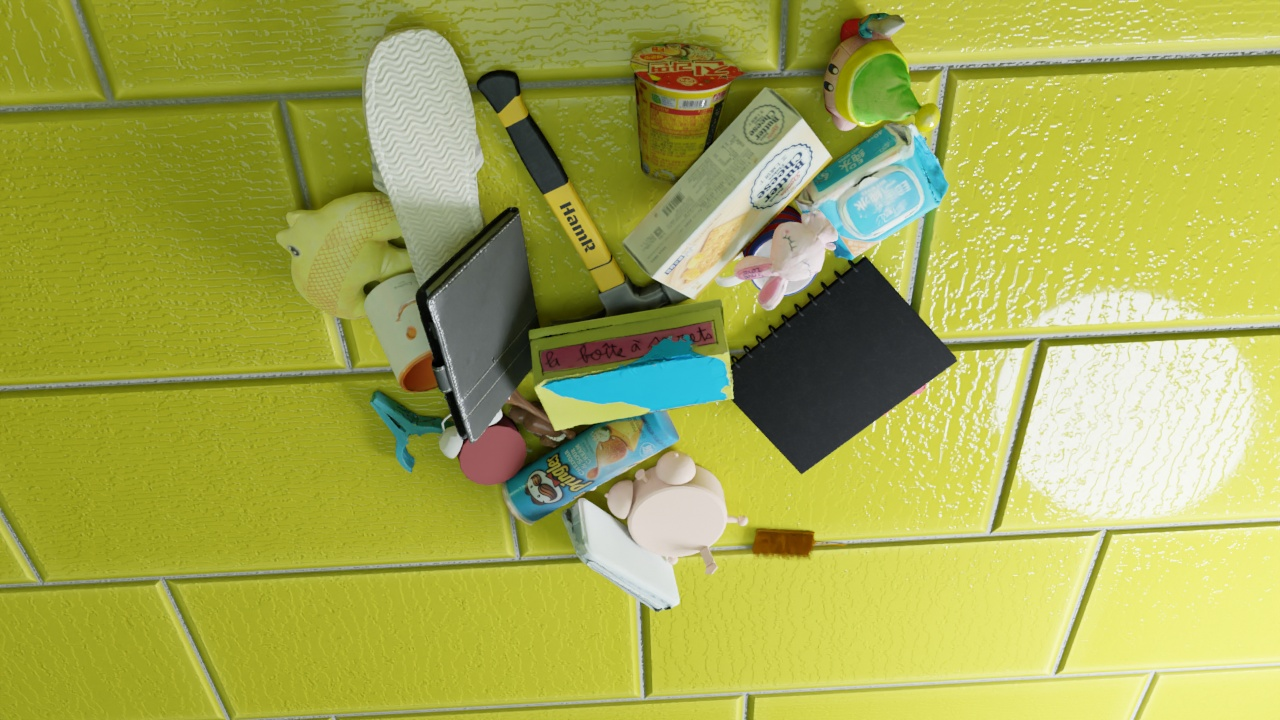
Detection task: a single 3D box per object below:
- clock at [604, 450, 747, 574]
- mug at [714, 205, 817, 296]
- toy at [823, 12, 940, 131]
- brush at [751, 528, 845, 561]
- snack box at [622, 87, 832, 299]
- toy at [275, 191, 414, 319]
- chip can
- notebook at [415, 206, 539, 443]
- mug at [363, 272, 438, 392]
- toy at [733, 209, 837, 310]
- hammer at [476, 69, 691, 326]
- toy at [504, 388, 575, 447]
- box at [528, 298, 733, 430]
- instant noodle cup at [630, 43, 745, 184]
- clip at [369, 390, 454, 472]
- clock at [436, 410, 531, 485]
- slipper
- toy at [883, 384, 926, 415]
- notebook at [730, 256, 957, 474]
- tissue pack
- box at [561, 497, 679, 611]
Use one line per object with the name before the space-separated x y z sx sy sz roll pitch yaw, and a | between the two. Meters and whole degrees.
clock | 0.046 0.202 1.205 0.131 0.086 0.160 -33 114 18
mug | 0.131 -0.114 0.991 0.112 0.076 0.075 -20 123 11
toy | 0.226 -0.265 0.859 0.097 0.131 0.124 11 123 -4
brush | 0.222 0.260 1.287 0.126 0.017 0.048 4 124 -5
snack box | 0.088 -0.161 0.920 0.208 0.057 0.104 -46 153 13
toy | -0.309 -0.112 0.982 0.154 0.064 0.171 20 125 -34
chip can | -0.063 0.123 1.146 0.230 0.079 0.080 -31 120 16
notebook | -0.163 -0.033 0.970 0.029 0.169 0.209 16 137 24
mug | -0.243 -0.030 0.998 0.082 0.105 0.082 -27 159 -12
toy | 0.149 -0.102 0.925 0.063 0.047 0.110 40 118 -16
hammer | -0.080 -0.159 0.981 0.170 0.034 0.325 -22 121 14
toy | -0.128 0.070 1.125 0.102 0.041 0.055 34 155 -13
box | -0.006 0.006 1.046 0.221 0.079 0.124 -12 150 4
instant noodle cup | 0.035 -0.237 0.899 0.100 0.100 0.113 2 134 -5
clip | -0.288 0.096 1.148 0.120 0.033 0.119 16 126 -13
clock | -0.192 0.101 1.128 0.087 0.044 0.124 -40 123 0
slipper | -0.209 -0.190 0.920 0.114 0.054 0.273 -16 119 -20
toy | 0.279 0.029 1.114 0.135 0.045 0.092 -21 117 17
notebook | 0.223 0.008 1.082 0.232 0.019 0.169 -41 97 22
tissue pack | 0.244 -0.177 0.962 0.145 0.061 0.093 -34 119 18
box | -0.022 0.256 1.210 0.063 0.118 0.213 -36 129 8
